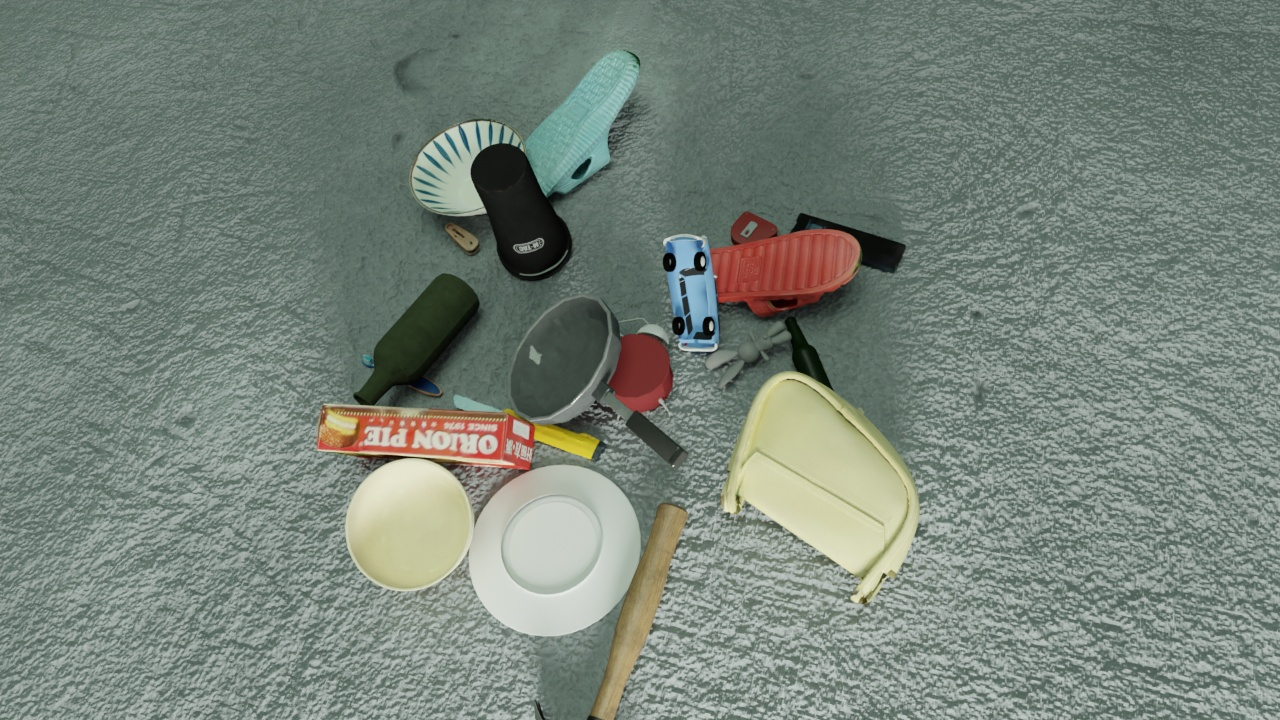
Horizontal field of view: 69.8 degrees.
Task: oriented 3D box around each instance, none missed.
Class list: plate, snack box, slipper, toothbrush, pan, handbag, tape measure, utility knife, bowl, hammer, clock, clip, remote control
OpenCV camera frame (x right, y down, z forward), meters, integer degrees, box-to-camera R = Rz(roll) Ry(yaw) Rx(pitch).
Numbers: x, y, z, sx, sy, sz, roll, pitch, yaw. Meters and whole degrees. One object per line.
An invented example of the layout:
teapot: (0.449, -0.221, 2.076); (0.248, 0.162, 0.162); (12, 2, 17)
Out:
plate: (-0.104, 0.218, 1.084); (0.209, 0.015, 0.208); (-4, 61, 7)
snack box: (-0.258, 0.093, 1.118); (0.236, 0.113, 0.060); (3, 80, 11)
slipper: (-0.089, -0.335, 1.355); (0.276, 0.069, 0.116); (-51, 53, 2)
toothbrush: (-0.323, 0.019, 1.231); (0.135, 0.017, 0.021); (21, 65, 20)
pan: (-0.046, 0.037, 1.082); (0.178, 0.041, 0.357); (-54, 39, 1)
handbag: (0.210, 0.136, 1.032); (0.233, 0.088, 0.191); (34, 88, 22)
tape measure: (0.153, -0.173, 1.253); (0.059, 0.019, 0.051); (31, 70, 23)
utility knife: (-0.145, 0.081, 1.166); (0.218, 0.019, 0.030); (19, 61, 14)
slipper: (0.166, -0.107, 1.194); (0.249, 0.059, 0.103); (-6, 61, 24)
bowl: (-0.261, 0.194, 1.082); (0.151, 0.075, 0.150); (-2, 77, 7)
hammer: (-0.016, 0.299, 1.010); (0.132, 0.040, 0.304); (16, 65, 11)
clock: (-0.007, 0.007, 1.165); (0.096, 0.048, 0.137); (-10, 60, 4)
clip: (-0.257, -0.178, 1.321); (0.025, 0.049, 0.061); (-43, 36, -15)
remote control: (0.275, -0.161, 1.224); (0.150, 0.022, 0.047); (20, 67, 20)
bowl: (-0.241, -0.263, 1.339); (0.177, 0.071, 0.177); (-6, 60, 10)

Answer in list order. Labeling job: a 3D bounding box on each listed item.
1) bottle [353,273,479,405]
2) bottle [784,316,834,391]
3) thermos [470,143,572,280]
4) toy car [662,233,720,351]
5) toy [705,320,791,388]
bottle: (-0.298, -0.022, 1.205); (0.071, 0.071, 0.206); (24, 61, 21)
bottle: (0.206, -0.002, 1.143); (0.033, 0.033, 0.122); (-17, 59, 0)
thermos: (-0.159, -0.195, 1.210); (0.106, 0.219, 0.105); (-2, 69, 6)
toy car: (0.068, -0.087, 1.160); (0.056, 0.153, 0.054); (2, 22, 29)
toy: (0.136, -0.011, 1.153); (0.112, 0.030, 0.049); (-31, 60, 5)
